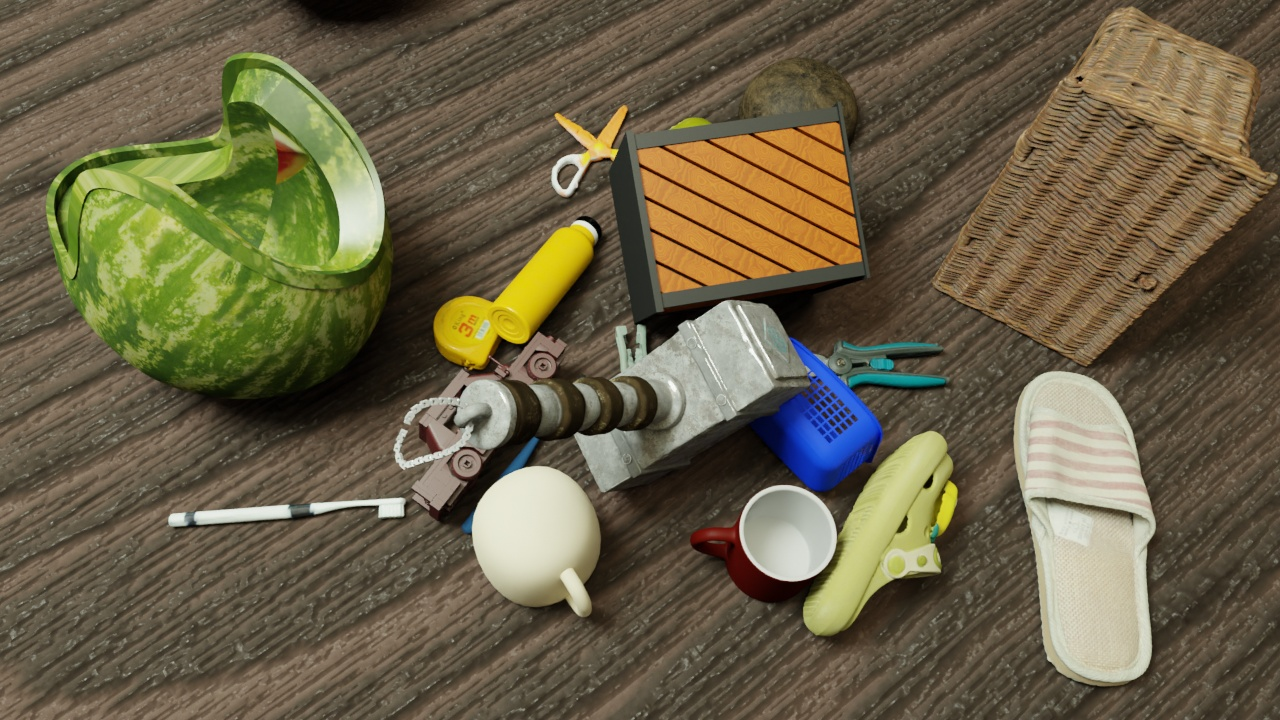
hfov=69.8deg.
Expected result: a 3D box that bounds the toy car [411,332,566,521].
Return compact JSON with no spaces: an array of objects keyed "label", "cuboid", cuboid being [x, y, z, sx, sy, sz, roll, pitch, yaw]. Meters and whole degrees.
[{"label":"toy car","cuboid":[-0.132,0.045,0.753,0.062,0.070,0.169,36,68,0]}]

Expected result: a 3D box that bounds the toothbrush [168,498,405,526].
[{"label":"toothbrush","cuboid":[-0.284,0.125,0.742,0.187,0.012,0.017,-3,69,-4]}]

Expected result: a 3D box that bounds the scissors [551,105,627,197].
[{"label":"scissors","cuboid":[-0.043,-0.204,0.906,0.125,0.011,0.131,41,69,14]}]

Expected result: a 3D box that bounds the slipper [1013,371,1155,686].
[{"label":"slipper","cuboid":[0.365,0.127,0.751,0.115,0.052,0.262,6,65,-1]}]

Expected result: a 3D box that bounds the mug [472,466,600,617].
[{"label":"mug","cuboid":[-0.073,0.140,0.696,0.096,0.100,0.120,-31,70,-16]}]

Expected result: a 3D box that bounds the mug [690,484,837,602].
[{"label":"mug","cuboid":[0.090,0.143,0.712,0.105,0.083,0.073,2,65,-2]}]

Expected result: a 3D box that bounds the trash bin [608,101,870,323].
[{"label":"trash bin","cuboid":[0.075,-0.118,0.776,0.171,0.140,0.139,-10,90,-7]}]

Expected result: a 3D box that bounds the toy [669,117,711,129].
[{"label":"toy","cuboid":[0.069,-0.188,0.877,0.090,0.051,0.110,-37,83,-6]}]

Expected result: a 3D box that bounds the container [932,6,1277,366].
[{"label":"container","cuboid":[0.398,-0.157,0.787,0.162,0.250,0.182,31,59,11]}]

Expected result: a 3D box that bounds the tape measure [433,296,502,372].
[{"label":"tape measure","cuboid":[-0.152,-0.025,0.807,0.059,0.030,0.068,20,59,5]}]

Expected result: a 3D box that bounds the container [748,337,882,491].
[{"label":"container","cuboid":[0.134,0.048,0.752,0.058,0.096,0.114,-37,66,-13]}]

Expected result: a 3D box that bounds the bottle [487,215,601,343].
[{"label":"bottle","cuboid":[-0.080,-0.077,0.817,0.043,0.043,0.143,27,53,9]}]

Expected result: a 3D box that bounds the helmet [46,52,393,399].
[{"label":"helmet","cuboid":[-0.318,-0.082,0.713,0.243,0.248,0.212,47,44,-26]}]

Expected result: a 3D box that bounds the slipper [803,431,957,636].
[{"label":"slipper","cuboid":[0.200,0.143,0.717,0.081,0.092,0.190,34,71,10]}]

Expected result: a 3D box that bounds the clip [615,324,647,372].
[{"label":"clip","cuboid":[-0.006,0.005,0.806,0.044,0.023,0.076,-5,64,-3]}]

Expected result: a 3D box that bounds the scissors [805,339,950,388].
[{"label":"scissors","cuboid":[0.204,0.009,0.816,0.133,0.019,0.146,-41,74,-20]}]

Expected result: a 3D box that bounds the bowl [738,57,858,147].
[{"label":"bowl","cuboid":[0.162,-0.258,0.916,0.121,0.056,0.121,1,65,-2]}]

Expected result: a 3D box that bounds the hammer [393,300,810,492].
[{"label":"hammer","cuboid":[-0.025,0.030,0.611,0.177,0.325,0.079,-34,73,27]}]

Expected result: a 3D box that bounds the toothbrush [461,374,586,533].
[{"label":"toothbrush","cuboid":[-0.094,0.077,0.771,0.014,0.014,0.167,36,70,1]}]
